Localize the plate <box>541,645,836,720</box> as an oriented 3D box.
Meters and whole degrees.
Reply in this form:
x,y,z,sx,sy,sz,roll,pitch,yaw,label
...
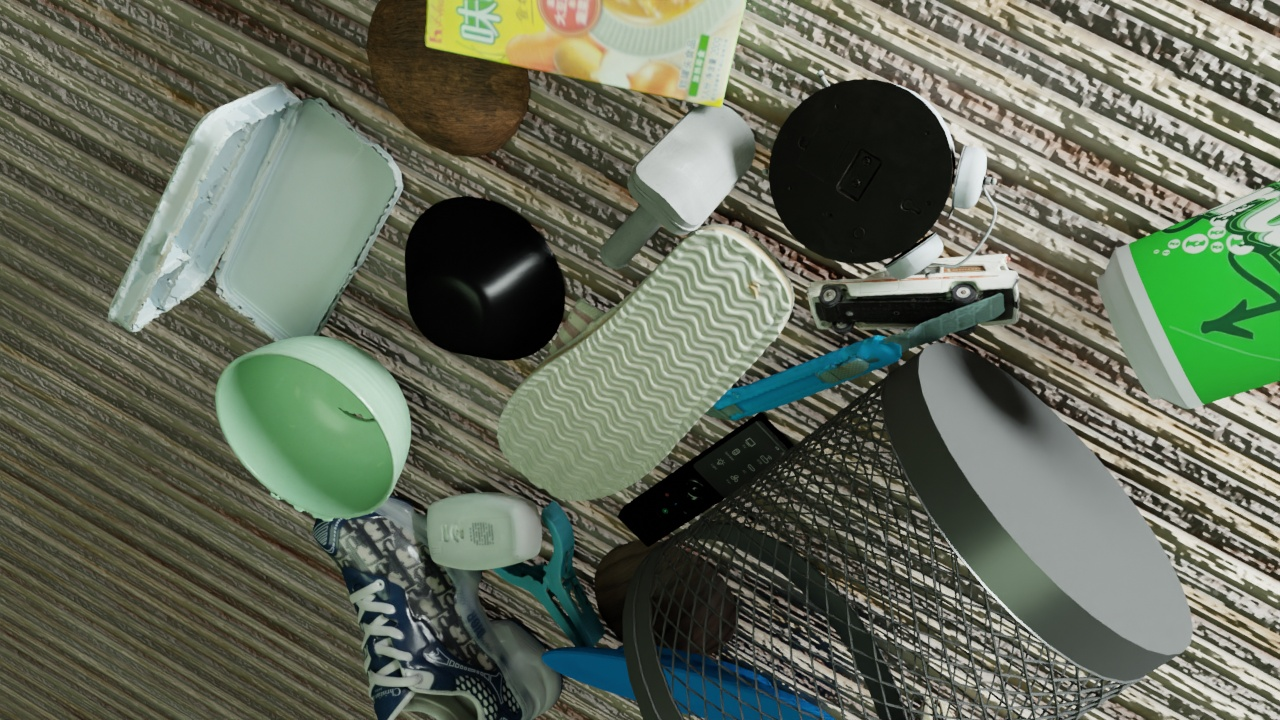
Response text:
x,y,z,sx,sy,sz,roll,pitch,yaw,label
0.037,0.240,0.686,0.224,0.024,0.225,12,154,6,plate

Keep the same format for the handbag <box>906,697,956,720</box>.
x,y,z,sx,sy,sz,roll,pitch,yaw,label
0.242,0.346,0.703,0.186,0.046,0.124,43,126,-5,handbag

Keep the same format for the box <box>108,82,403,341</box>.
x,y,z,sx,sy,sz,roll,pitch,yaw,label
-0.268,-0.080,0.628,0.129,0.104,0.211,36,125,-5,box

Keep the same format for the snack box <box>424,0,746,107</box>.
x,y,z,sx,sy,sz,roll,pitch,yaw,label
-0.024,-0.214,0.476,0.168,0.027,0.132,11,123,-1,snack box

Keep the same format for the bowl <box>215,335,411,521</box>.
x,y,z,sx,sy,sz,roll,pitch,yaw,label
-0.236,0.040,0.699,0.151,0.076,0.151,10,124,16,bowl

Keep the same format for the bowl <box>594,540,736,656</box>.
x,y,z,sx,sy,sz,roll,pitch,yaw,label
0.014,0.198,0.718,0.119,0.032,0.119,10,121,17,bowl

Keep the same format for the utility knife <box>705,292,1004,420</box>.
x,y,z,sx,sy,sz,roll,pitch,yaw,label
0.118,0.003,0.551,0.031,0.015,0.221,32,141,-29,utility knife

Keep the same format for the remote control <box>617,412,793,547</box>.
x,y,z,sx,sy,sz,roll,pitch,yaw,label
0.043,0.088,0.654,0.034,0.013,0.150,46,124,-7,remote control

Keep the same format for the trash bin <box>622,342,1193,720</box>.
x,y,z,sx,sy,sz,roll,pitch,yaw,label
0.144,0.134,0.525,0.218,0.217,0.228,40,121,-4,trash bin

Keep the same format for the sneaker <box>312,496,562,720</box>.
x,y,z,sx,sy,sz,roll,pitch,yaw,label
-0.187,0.233,0.759,0.103,0.132,0.269,-32,102,35,sneaker

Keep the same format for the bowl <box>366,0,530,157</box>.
x,y,z,sx,sy,sz,roll,pitch,yaw,label
-0.124,-0.176,0.562,0.114,0.026,0.102,43,125,-5,bowl

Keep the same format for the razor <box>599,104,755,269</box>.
x,y,z,sx,sy,sz,roll,pitch,yaw,label
0.008,-0.088,0.541,0.047,0.088,0.116,43,144,-5,razor

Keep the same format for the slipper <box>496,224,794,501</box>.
x,y,z,sx,sy,sz,roll,pitch,yaw,label
-0.004,0.003,0.602,0.115,0.052,0.264,45,128,-4,slipper

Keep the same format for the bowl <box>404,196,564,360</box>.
x,y,z,sx,sy,sz,roll,pitch,yaw,label
-0.118,-0.043,0.620,0.124,0.052,0.124,10,121,17,bowl

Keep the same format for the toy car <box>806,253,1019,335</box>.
x,y,z,sx,sy,sz,roll,pitch,yaw,label
0.154,-0.039,0.521,0.113,0.039,0.039,0,147,23,toy car

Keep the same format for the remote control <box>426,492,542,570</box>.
x,y,z,sx,sy,sz,roll,pitch,yaw,label
-0.124,0.133,0.719,0.115,0.028,0.060,-12,82,38,remote control

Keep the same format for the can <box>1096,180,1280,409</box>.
x,y,z,sx,sy,sz,roll,pitch,yaw,label
0.302,-0.038,0.432,0.140,0.087,0.088,-26,106,32,can

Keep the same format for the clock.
x,y,z,sx,sy,sz,roll,pitch,yaw,label
0.129,-0.095,0.488,0.122,0.035,0.095,34,118,11,clock

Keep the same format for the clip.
x,y,z,sx,sy,sz,roll,pitch,yaw,label
-0.069,0.159,0.726,0.122,0.033,0.120,28,115,17,clip
